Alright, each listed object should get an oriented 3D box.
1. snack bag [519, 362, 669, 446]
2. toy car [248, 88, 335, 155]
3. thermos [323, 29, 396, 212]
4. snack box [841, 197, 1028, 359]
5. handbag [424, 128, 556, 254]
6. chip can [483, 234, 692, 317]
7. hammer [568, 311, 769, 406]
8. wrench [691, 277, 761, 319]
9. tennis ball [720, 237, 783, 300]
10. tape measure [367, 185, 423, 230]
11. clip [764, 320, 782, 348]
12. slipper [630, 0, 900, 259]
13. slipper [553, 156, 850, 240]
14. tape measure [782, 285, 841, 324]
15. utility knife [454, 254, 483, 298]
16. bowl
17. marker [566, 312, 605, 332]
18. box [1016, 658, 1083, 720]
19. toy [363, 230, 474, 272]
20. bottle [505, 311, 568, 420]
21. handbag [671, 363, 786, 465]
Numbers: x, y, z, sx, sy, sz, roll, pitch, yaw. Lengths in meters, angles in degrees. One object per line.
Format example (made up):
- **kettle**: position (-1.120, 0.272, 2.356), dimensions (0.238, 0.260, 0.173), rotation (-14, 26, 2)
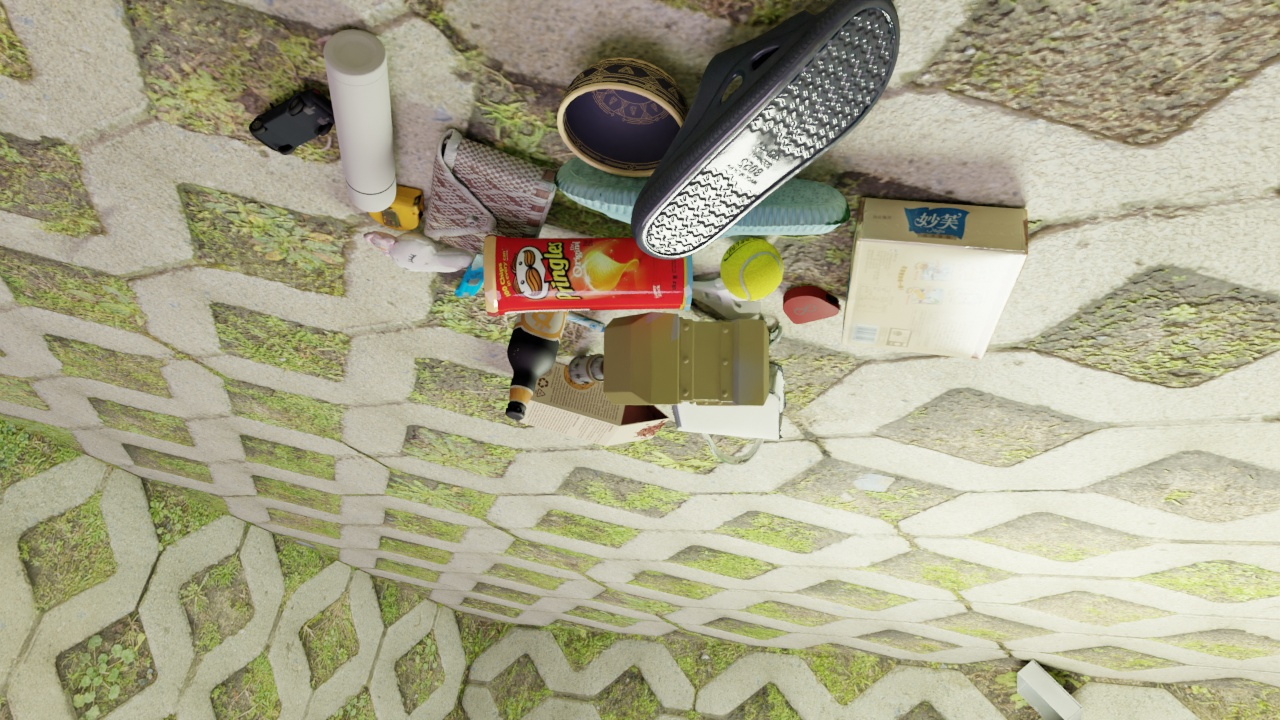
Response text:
- **snack bag**: position (-0.067, 0.074, 1.378), dimensions (0.206, 0.069, 0.095), rotation (17, 154, -9)
- **toy car**: position (-0.344, -0.239, 0.913), dimensions (0.112, 0.034, 0.046), rotation (-10, 146, 37)
- **thermos**: position (-0.268, -0.222, 0.893), dimensions (0.052, 0.052, 0.225), rotation (15, 154, -5)
- **snack box**: position (0.290, -0.079, 0.931), dimensions (0.153, 0.055, 0.207), rotation (7, 153, 12)
- **handbag**: position (-0.164, -0.160, 0.979), dimensions (0.124, 0.046, 0.186), rotation (18, 155, -10)
- **chip can**: position (-0.056, -0.091, 0.972), dimensions (0.213, 0.087, 0.087), rotation (-1, 154, -4)
- **hammer**: position (-0.007, 0.007, 1.167), dimensions (0.190, 0.100, 0.326), rotation (2, 176, -31)
- **wrench**: position (0.008, -0.095, 1.068), dimensions (0.273, 0.018, 0.066), rotation (13, 154, 1)
- **tennis ball**: position (0.116, -0.096, 0.961), dimensions (0.065, 0.065, 0.065), rotation (10, 154, 5)
- **tape measure**: position (-0.276, -0.170, 1.028), dimensions (0.068, 0.030, 0.059), rotation (13, 152, 1)
- **clip**: position (0.152, -0.025, 1.138), dimensions (0.043, 0.023, 0.076), rotation (14, 156, -6)
- **slipper**: position (0.089, -0.192, 0.736), dimensions (0.269, 0.083, 0.110), rotation (-42, 144, 25)
- **slipper**: position (0.054, -0.140, 0.854), dimensions (0.276, 0.115, 0.070), rotation (7, 118, 2)
- **tape measure**: position (0.192, -0.066, 1.042), dimensions (0.059, 0.019, 0.051), rotation (-13, 143, 30)
- **utility knife**: position (-0.202, -0.101, 1.106), dimensions (0.031, 0.015, 0.207), rotation (-6, 171, -17)
- **bowl**: position (-0.010, -0.216, 0.781), dimensions (0.112, 0.061, 0.113), rotation (10, 154, 5)
- **marker**: position (-0.109, -0.063, 1.187), dimensions (0.141, 0.013, 0.013), rotation (20, 153, -15)
- **box**: position (1.059, 1.028, 2.267), dimensions (0.234, 0.526, 0.167), rotation (-2, 143, 21)
- **toy**: position (-0.262, -0.126, 1.075), dimensions (0.125, 0.037, 0.076), rotation (12, 168, -23)
- **bottle**: position (-0.129, -0.014, 1.101), dimensions (0.059, 0.181, 0.059), rotation (10, 154, 5)
- **handbag**: position (0.125, 0.075, 1.271), dimensions (0.151, 0.073, 0.176), rotation (2, 134, 15)
